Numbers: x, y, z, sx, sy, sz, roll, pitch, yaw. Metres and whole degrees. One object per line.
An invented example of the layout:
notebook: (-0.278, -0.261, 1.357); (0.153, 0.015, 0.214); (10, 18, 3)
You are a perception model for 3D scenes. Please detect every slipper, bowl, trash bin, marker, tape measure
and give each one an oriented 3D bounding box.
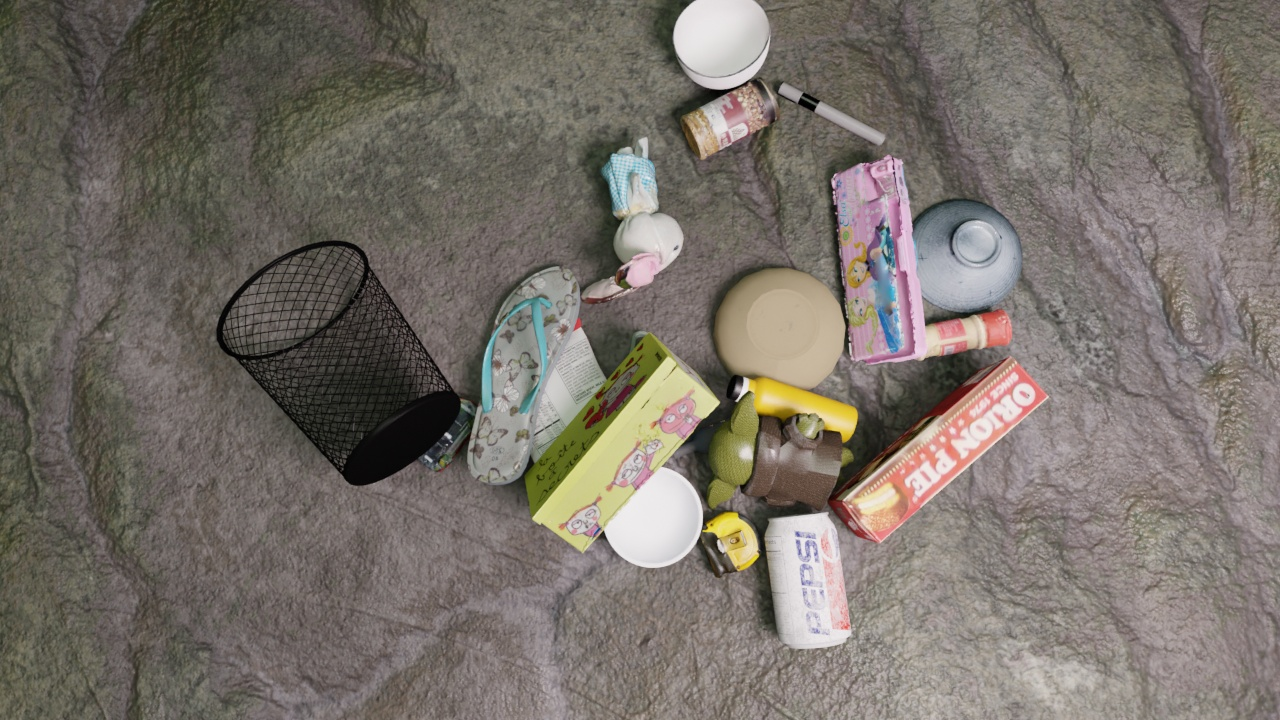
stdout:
slipper: (-0.144, 0.005, 1.034); (0.098, 0.055, 0.268); (8, 71, 24)
bowl: (0.375, -0.126, 1.045); (0.137, 0.057, 0.137); (-1, 82, 3)
bowl: (0.098, -0.372, 1.093); (0.113, 0.063, 0.113); (-2, 76, 9)
trash bin: (-0.315, 0.010, 0.993); (0.184, 0.184, 0.210); (-41, 76, -3)
bowl: (0.160, -0.037, 1.048); (0.152, 0.050, 0.152); (-1, 81, 3)
bowl: (0.015, 0.175, 1.030); (0.110, 0.040, 0.110); (-1, 81, 4)
marker: (0.229, -0.296, 1.100); (0.140, 0.016, 0.016); (30, 84, 7)
tape measure: (0.102, 0.201, 1.022); (0.064, 0.037, 0.065); (-22, 81, 1)

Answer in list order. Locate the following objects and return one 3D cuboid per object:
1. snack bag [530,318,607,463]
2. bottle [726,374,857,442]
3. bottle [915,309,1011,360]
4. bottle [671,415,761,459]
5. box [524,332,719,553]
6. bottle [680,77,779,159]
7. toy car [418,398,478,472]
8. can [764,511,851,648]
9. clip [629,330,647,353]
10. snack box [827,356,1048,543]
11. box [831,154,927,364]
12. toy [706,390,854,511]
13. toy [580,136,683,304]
snack bag: (-0.092, 0.044, 1.057); (0.131, 0.039, 0.144); (-31, 80, 0)
bottle: (0.167, 0.050, 1.019); (0.143, 0.043, 0.043); (18, 82, -10)
bottle: (0.360, -0.029, 1.039); (0.109, 0.044, 0.044); (-11, 81, 3)
bottle: (0.088, 0.087, 1.044); (0.113, 0.030, 0.030); (-21, 81, 0)
box: (-0.026, 0.085, 0.982); (0.081, 0.124, 0.221); (41, 97, -17)
bottle: (0.106, -0.286, 1.086); (0.105, 0.056, 0.056); (-27, 81, -1)
toy car: (-0.218, 0.086, 1.059); (0.042, 0.036, 0.091); (36, 90, 9)
can: (0.180, 0.236, 0.991); (0.078, 0.078, 0.136); (-7, 81, 2)
clip: (-0.005, 0.000, 1.064); (0.023, 0.059, 0.076); (13, 68, 3)
snack box: (0.313, 0.097, 0.987); (0.236, 0.113, 0.060); (-39, 82, -3)
box: (0.263, -0.112, 1.037); (0.085, 0.053, 0.230); (-12, 78, 42)
toy: (0.149, 0.106, 0.993); (0.153, 0.180, 0.078); (13, 40, 0)
toy: (-0.001, -0.163, 1.070); (0.105, 0.131, 0.205); (10, 72, -26)
